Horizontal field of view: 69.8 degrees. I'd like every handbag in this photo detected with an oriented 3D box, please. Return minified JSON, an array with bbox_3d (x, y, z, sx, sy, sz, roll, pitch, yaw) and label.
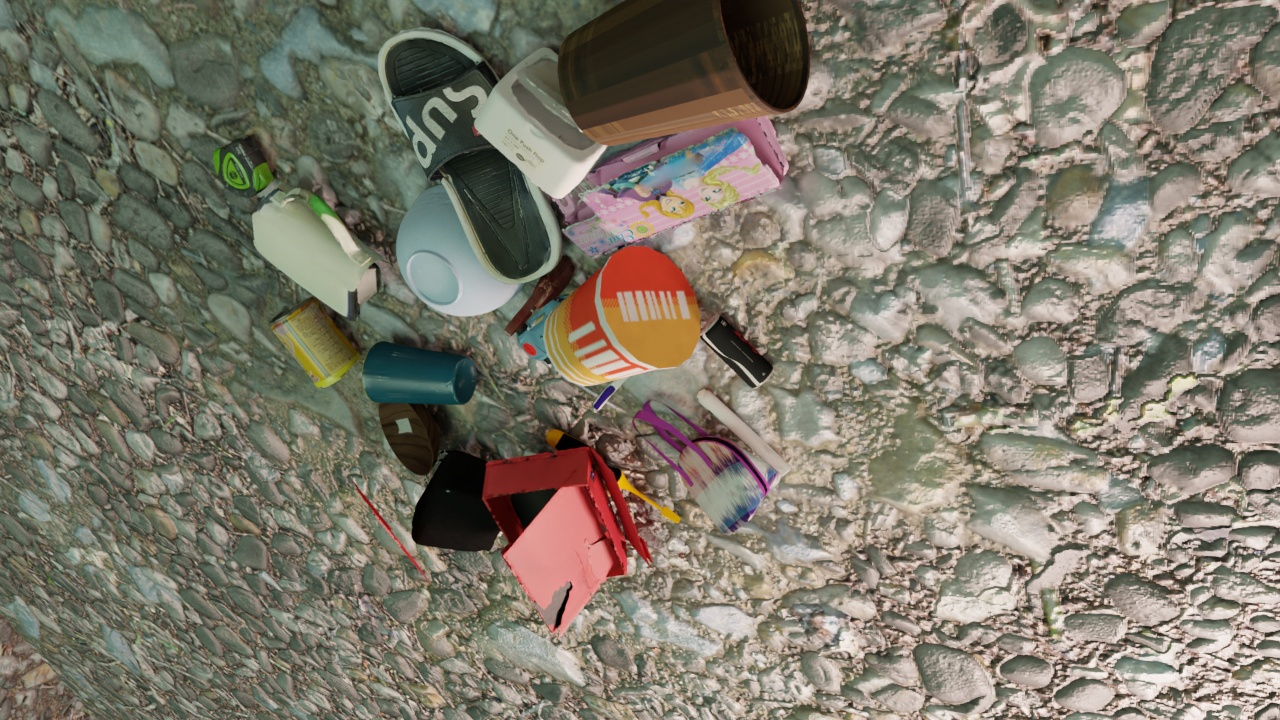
[{"bbox_3d":[-0.228,0.182,1.239,0.125,0.114,0.154,19,133,-18],"label":"handbag"},{"bbox_3d":[-0.355,-0.141,1.029,0.151,0.073,0.176,36,152,1],"label":"handbag"},{"bbox_3d":[-0.110,-0.060,0.944,0.029,0.119,0.056,36,133,-2],"label":"handbag"},{"bbox_3d":[0.063,0.109,1.027,0.170,0.067,0.145,40,151,5],"label":"handbag"}]

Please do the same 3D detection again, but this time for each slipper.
[{"bbox_3d":[-0.158,-0.190,0.879,0.111,0.063,0.264,-21,114,7],"label":"slipper"}]

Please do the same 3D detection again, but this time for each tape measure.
[{"bbox_3d":[-0.457,-0.223,1.059,0.059,0.035,0.066,-9,117,22],"label":"tape measure"}]

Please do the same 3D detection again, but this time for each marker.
[{"bbox_3d":[0.113,0.078,1.004,0.133,0.017,0.020,43,160,-8],"label":"marker"}]

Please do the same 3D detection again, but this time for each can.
[{"bbox_3d":[0.097,-0.009,0.935,0.080,0.031,0.032,44,133,-9],"label":"can"},{"bbox_3d":[-0.414,-0.024,1.169,0.068,0.067,0.105,-17,115,36],"label":"can"}]

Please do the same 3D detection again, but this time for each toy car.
[{"bbox_3d":[-0.104,-0.028,1.029,0.060,0.027,0.108,47,132,-12],"label":"toy car"}]

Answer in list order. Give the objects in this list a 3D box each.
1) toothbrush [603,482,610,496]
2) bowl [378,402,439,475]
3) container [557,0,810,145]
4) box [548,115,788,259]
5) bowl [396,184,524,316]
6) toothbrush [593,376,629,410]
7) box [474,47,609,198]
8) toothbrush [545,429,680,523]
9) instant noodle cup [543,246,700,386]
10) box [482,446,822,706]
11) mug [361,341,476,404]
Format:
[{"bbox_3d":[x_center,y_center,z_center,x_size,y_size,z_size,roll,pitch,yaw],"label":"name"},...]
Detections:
[{"bbox_3d":[-0.078,0.173,1.184,0.135,0.017,0.021,-17,120,33],"label":"toothbrush"},{"bbox_3d":[-0.297,0.091,1.207,0.119,0.032,0.119,25,129,36],"label":"bowl"},{"bbox_3d":[0.029,-0.241,0.732,0.168,0.131,0.132,-7,121,39],"label":"container"},{"bbox_3d":[0.017,-0.156,0.841,0.231,0.063,0.084,-16,116,35],"label":"box"},{"bbox_3d":[-0.205,-0.106,0.990,0.151,0.074,0.151,14,130,18],"label":"bowl"},{"bbox_3d":[-0.006,0.006,1.013,0.016,0.015,0.187,44,133,-3],"label":"toothbrush"},{"bbox_3d":[-0.067,-0.223,0.805,0.108,0.102,0.102,42,143,-8],"label":"box"},{"bbox_3d":[-0.033,0.143,1.127,0.196,0.031,0.031,34,165,-5],"label":"toothbrush"},{"bbox_3d":[-0.026,-0.035,0.927,0.123,0.123,0.121,50,139,-14],"label":"instant noodle cup"},{"bbox_3d":[0.017,0.232,1.058,0.426,0.127,0.213,16,144,28],"label":"box"},{"bbox_3d":[-0.268,0.020,1.126,0.121,0.078,0.078,6,127,18],"label":"mug"}]
